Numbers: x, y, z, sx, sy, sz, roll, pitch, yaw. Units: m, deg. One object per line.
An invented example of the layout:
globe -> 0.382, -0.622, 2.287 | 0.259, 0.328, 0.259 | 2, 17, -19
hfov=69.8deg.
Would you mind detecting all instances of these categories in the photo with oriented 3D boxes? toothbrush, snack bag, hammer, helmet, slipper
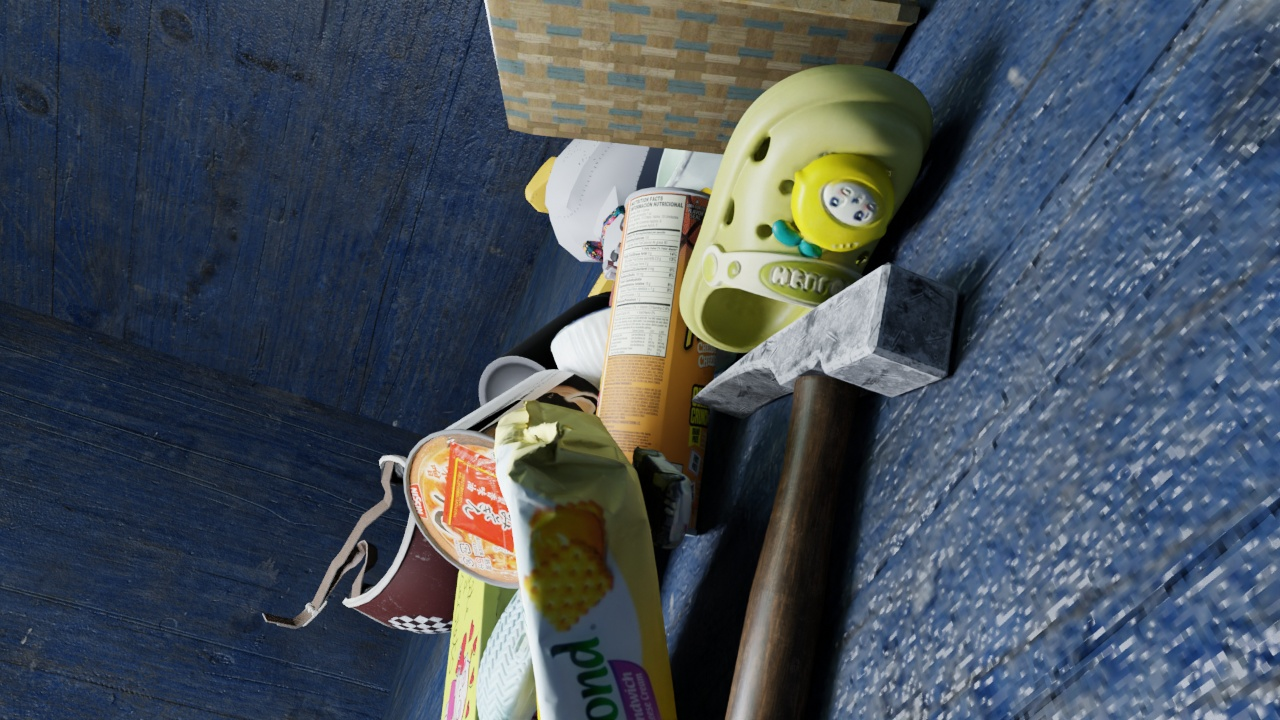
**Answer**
toothbrush -> 0.003, 0.040, 0.673 | 0.181, 0.016, 0.016 | -41, 47, 34
snack bag -> -0.027, 0.142, 0.478 | 0.159, 0.068, 0.247 | -153, 55, -77
hammer -> 0.048, 0.124, 0.422 | 0.218, 0.037, 0.300 | 140, 147, -67
helmet -> -0.277, 0.237, 1.158 | 0.234, 0.253, 0.233 | -16, 57, 46
slipper -> -0.031, 0.158, 0.648 | 0.245, 0.074, 0.104 | -57, 11, -18
slipper -> 0.075, -0.057, 0.467 | 0.191, 0.091, 0.081 | 117, 164, -46

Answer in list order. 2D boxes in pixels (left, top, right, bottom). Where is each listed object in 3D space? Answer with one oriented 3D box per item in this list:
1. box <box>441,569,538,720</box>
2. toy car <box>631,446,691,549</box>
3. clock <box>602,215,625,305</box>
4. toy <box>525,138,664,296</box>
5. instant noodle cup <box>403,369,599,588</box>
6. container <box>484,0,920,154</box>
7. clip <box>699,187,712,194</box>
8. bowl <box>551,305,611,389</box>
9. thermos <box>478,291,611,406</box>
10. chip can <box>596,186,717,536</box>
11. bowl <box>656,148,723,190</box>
box -> -0.116, 0.247, 0.780 | 0.220, 0.082, 0.125 | -96, 27, -42
toy car -> 0.011, 0.074, 0.503 | 0.090, 0.027, 0.039 | -146, 63, -76
clock -> 0.013, -0.087, 0.797 | 0.158, 0.081, 0.117 | -109, 40, -71
toy -> -0.026, -0.170, 1.000 | 0.267, 0.140, 0.247 | 34, 104, 60
instant noodle cup -> -0.078, 0.072, 0.642 | 0.124, 0.123, 0.121 | -62, -7, 36
container -> 0.031, -0.234, 0.554 | 0.157, 0.250, 0.187 | -93, 10, -62
clip -> 0.071, -0.113, 0.688 | 0.049, 0.054, 0.044 | -44, 34, 8
bowl -> -0.004, 0.004, 0.700 | 0.118, 0.118, 0.062 | 132, 127, -61
thermos -> -0.054, -0.002, 0.825 | 0.198, 0.086, 0.086 | -43, -17, -56
chip can -> 0.012, 0.002, 0.599 | 0.075, 0.075, 0.214 | 150, 129, -72
bowl -> 0.063, -0.187, 0.784 | 0.117, 0.061, 0.117 | -161, 91, -78
